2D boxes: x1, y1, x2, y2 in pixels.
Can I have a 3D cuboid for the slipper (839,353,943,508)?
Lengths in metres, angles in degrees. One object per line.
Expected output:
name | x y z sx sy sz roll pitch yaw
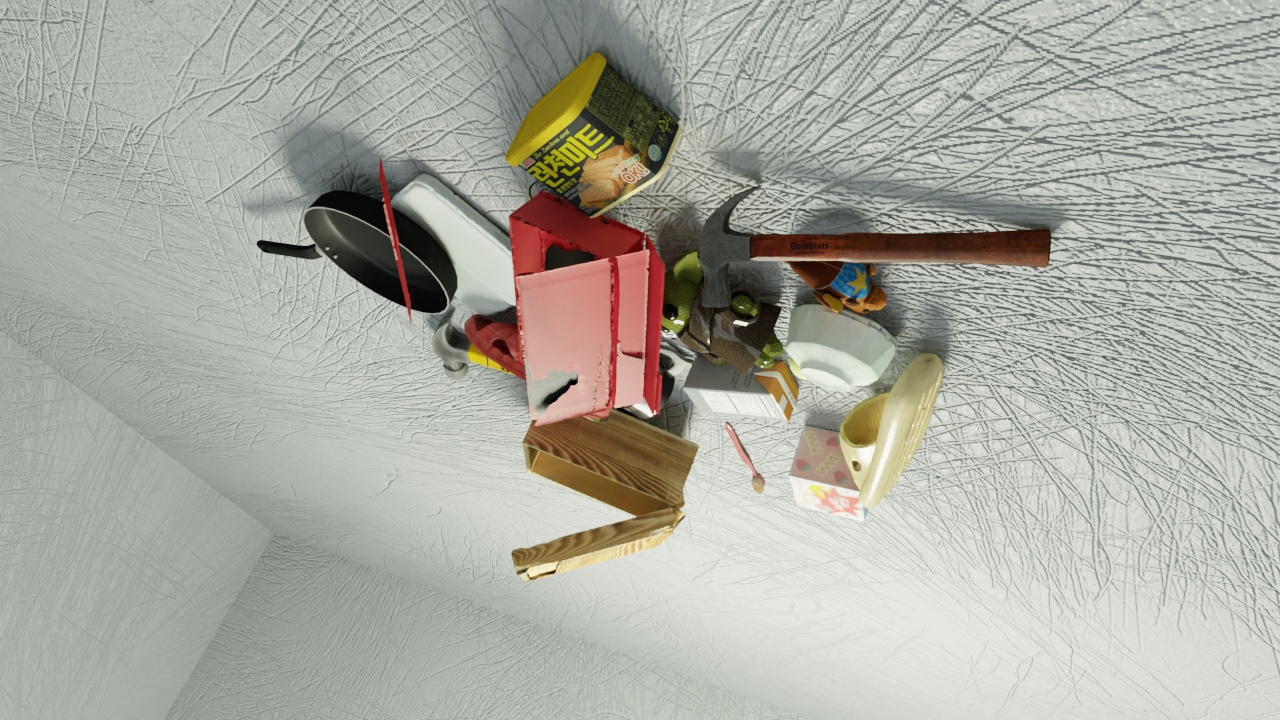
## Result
slipper | 0.276 0.070 1.037 0.079 0.111 0.262 36 155 24

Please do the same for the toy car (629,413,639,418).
toy car | -0.033 0.040 1.266 0.112 0.047 0.047 29 154 -20

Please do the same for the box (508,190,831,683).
box | 0.020 0.040 0.858 0.467 0.138 0.215 44 147 33

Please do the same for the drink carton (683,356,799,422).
drink carton | 0.125 0.035 1.131 0.125 0.048 0.076 3 147 34

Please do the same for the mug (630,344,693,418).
mug | -0.007 0.007 1.170 0.107 0.079 0.116 36 124 -26

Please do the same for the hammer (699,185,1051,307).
hammer | 0.199 -0.100 0.812 0.301 0.028 0.111 3 107 21

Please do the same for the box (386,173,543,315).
box | -0.228 -0.131 1.129 0.209 0.037 0.190 41 146 -26

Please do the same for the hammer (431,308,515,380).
hammer | -0.156 0.016 1.343 0.324 0.034 0.170 18 151 8

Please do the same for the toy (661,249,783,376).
toy | 0.082 -0.043 0.991 0.153 0.078 0.180 27 156 2

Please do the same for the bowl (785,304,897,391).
bowl | 0.203 -0.006 0.957 0.117 0.061 0.117 22 166 5

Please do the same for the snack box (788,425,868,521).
snack box | 0.254 0.149 1.201 0.095 0.079 0.093 10 150 23

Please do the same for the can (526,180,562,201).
can | -0.102 -0.155 0.980 0.038 0.038 0.080 21 153 6

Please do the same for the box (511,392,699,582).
box | -0.060 0.226 1.352 0.269 0.263 0.280 21 162 0

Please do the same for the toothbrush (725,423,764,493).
toothbrush | 0.152 0.144 1.345 0.015 0.015 0.184 0 144 27

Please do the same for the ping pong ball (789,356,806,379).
ping pong ball | 0.188 0.002 1.032 0.040 0.040 0.040 19 153 10

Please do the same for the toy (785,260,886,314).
toy | 0.188 -0.080 0.896 0.090 0.070 0.103 30 178 -41

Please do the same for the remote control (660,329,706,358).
remote control | 0.043 -0.033 1.116 0.124 0.009 0.047 25 153 -3

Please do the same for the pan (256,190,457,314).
pan | -0.379 -0.145 1.181 0.356 0.044 0.204 11 152 35

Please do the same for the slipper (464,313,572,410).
slipper | -0.132 -0.005 1.209 0.249 0.059 0.103 34 -169 24

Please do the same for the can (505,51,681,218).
can | -0.043 -0.196 0.826 0.101 0.072 0.131 34 151 -24
